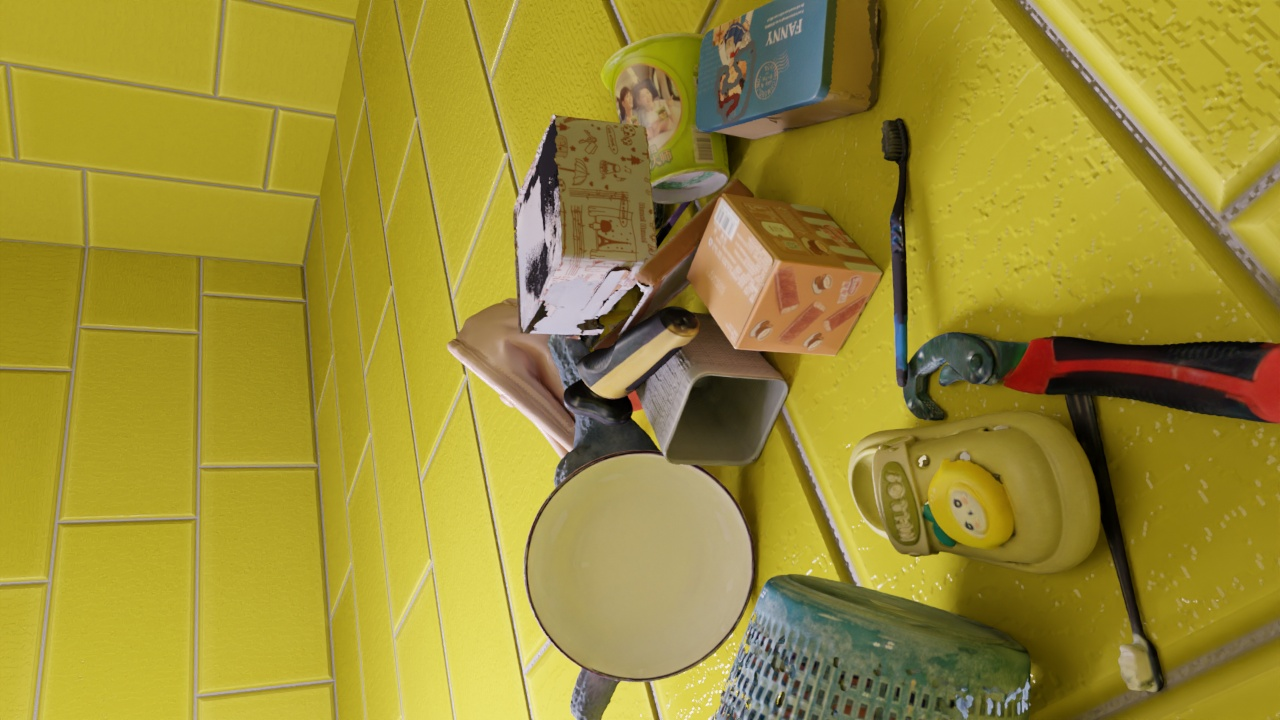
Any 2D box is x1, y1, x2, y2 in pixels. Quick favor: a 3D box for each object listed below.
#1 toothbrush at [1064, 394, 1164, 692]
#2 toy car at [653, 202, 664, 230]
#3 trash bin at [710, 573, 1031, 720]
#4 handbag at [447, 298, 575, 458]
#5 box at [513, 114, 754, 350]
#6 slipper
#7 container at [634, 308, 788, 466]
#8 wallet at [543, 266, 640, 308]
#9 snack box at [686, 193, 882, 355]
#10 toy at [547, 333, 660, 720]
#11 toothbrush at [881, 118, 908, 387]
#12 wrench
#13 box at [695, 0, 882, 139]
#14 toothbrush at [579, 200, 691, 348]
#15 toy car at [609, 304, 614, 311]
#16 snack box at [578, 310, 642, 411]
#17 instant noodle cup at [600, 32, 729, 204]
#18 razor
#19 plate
[{"bbox_3d":[0.243,0.080,0.482,0.016,0.018,0.181,139,130,-63],"label":"toothbrush"},{"bbox_3d":[-0.004,-0.159,0.954,0.106,0.031,0.049,20,105,60],"label":"toy car"},{"bbox_3d":[0.124,0.233,0.516,0.227,0.226,0.195,5,80,62],"label":"trash bin"},{"bbox_3d":[-0.098,0.049,0.973,0.234,0.093,0.193,57,167,-19],"label":"handbag"},{"bbox_3d":[-0.003,-0.095,0.775,0.183,0.177,0.152,136,131,-65],"label":"box"},{"bbox_3d":[0.172,0.084,0.536,0.191,0.081,0.091,-14,93,66],"label":"slipper"},{"bbox_3d":[0.051,0.019,0.777,0.114,0.090,0.090,-120,42,-51],"label":"container"},{"bbox_3d":[-0.052,-0.076,0.955,0.032,0.124,0.101,62,163,-22],"label":"wallet"},{"bbox_3d":[0.103,-0.062,0.675,0.092,0.094,0.077,61,139,45],"label":"snack box"},{"bbox_3d":[-0.024,0.144,0.847,0.092,0.137,0.356,-12,83,52],"label":"toy"},{"bbox_3d":[0.172,-0.075,0.619,0.014,0.016,0.189,157,117,-67],"label":"toothbrush"},{"bbox_3d":[0.231,0.008,0.487,0.274,0.016,0.056,177,94,-68],"label":"wrench"},{"bbox_3d":[0.113,-0.226,0.708,0.184,0.061,0.090,4,92,64],"label":"box"},{"bbox_3d":[-0.002,-0.087,0.884,0.189,0.014,0.017,-53,51,5],"label":"toothbrush"},{"bbox_3d":[-0.054,-0.073,1.041,0.090,0.034,0.043,56,134,40],"label":"toy car"},{"bbox_3d":[-0.023,0.003,0.935,0.091,0.082,0.080,-120,28,-46],"label":"snack box"},{"bbox_3d":[0.029,-0.211,0.827,0.112,0.111,0.123,-25,73,59],"label":"instant noodle cup"},{"bbox_3d":[-0.004,0.004,0.746,0.067,0.062,0.168,60,143,7],"label":"razor"},{"bbox_3d":[-0.001,0.170,0.772,0.039,0.192,0.192,-176,88,-84],"label":"plate"}]
